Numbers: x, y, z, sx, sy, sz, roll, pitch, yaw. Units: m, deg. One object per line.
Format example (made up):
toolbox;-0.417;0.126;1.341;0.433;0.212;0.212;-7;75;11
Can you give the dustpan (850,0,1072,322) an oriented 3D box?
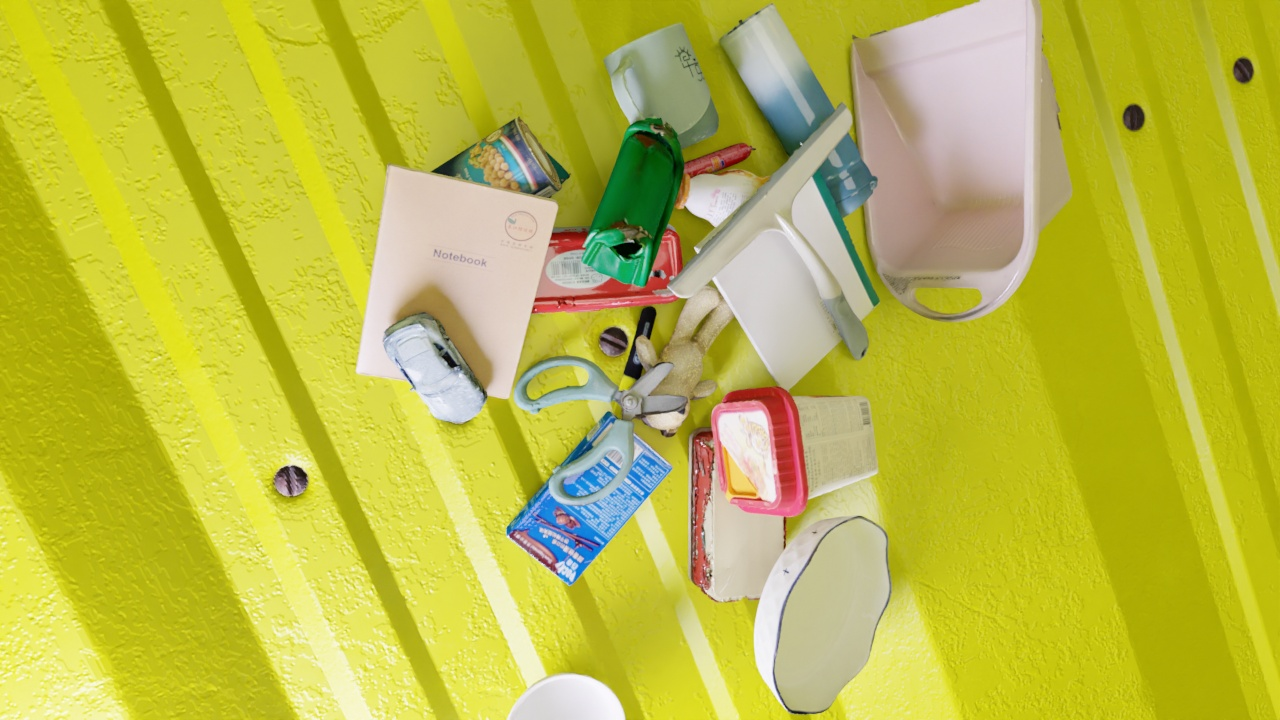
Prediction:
dustpan;0.289;-0.184;0.881;0.138;0.223;0.273;-40;110;-21

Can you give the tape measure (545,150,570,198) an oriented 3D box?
tape measure;-0.103;-0.178;0.878;0.058;0.025;0.054;42;82;-13

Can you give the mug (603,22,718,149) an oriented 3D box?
mug;0.016;-0.248;0.864;0.111;0.082;0.106;-39;110;-51

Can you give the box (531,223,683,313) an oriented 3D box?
box;-0.057;-0.091;0.893;0.201;0.048;0.087;-5;93;-14

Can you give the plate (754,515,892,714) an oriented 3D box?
plate;0.184;0.252;0.930;0.204;0.046;0.205;-15;112;-42

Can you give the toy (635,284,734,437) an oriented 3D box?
toy;0.047;-0.002;0.909;0.105;0.066;0.157;31;82;-32

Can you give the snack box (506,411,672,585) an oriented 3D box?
snack box;-0.050;0.136;0.906;0.084;0.026;0.157;41;89;-14

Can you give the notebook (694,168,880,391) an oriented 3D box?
notebook;0.155;-0.084;0.919;0.150;0.012;0.209;-42;125;-10

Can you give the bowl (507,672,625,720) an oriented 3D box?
bowl;-0.079;0.354;0.900;0.118;0.065;0.118;-1;93;-15

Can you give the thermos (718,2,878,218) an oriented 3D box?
thermos;0.160;-0.245;0.923;0.070;0.070;0.220;-35;102;-10

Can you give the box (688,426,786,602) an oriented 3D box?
box;0.098;0.154;0.925;0.091;0.079;0.168;-1;93;-15

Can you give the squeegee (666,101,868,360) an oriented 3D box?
squeegee;0.180;-0.075;0.906;0.246;0.039;0.246;-46;126;-8

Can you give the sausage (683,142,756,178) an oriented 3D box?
sausage;0.046;-0.189;0.920;0.155;0.020;0.020;-21;99;-12

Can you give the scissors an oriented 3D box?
scissors;-0.038;0.069;0.874;0.174;0.019;0.177;0;80;9

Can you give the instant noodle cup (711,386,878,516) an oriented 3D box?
instant noodle cup;0.147;0.079;0.857;0.124;0.116;0.116;-6;88;-28

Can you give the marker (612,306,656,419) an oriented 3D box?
marker;-0.005;0.005;0.921;0.018;0.015;0.124;15;90;-19

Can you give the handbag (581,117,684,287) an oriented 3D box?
handbag;-0.002;-0.139;0.823;0.068;0.120;0.131;20;78;-4

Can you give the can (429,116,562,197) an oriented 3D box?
can;-0.135;-0.160;0.828;0.111;0.075;0.075;-29;101;9

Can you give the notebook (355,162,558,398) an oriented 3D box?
notebook;-0.169;-0.064;0.830;0.147;0.008;0.208;11;118;-15

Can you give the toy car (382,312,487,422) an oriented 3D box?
toy car;-0.189;0.010;0.845;0.054;0.036;0.121;-26;123;7

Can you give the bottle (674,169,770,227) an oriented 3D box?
bottle;0.089;-0.159;0.910;0.108;0.063;0.063;8;92;-15
